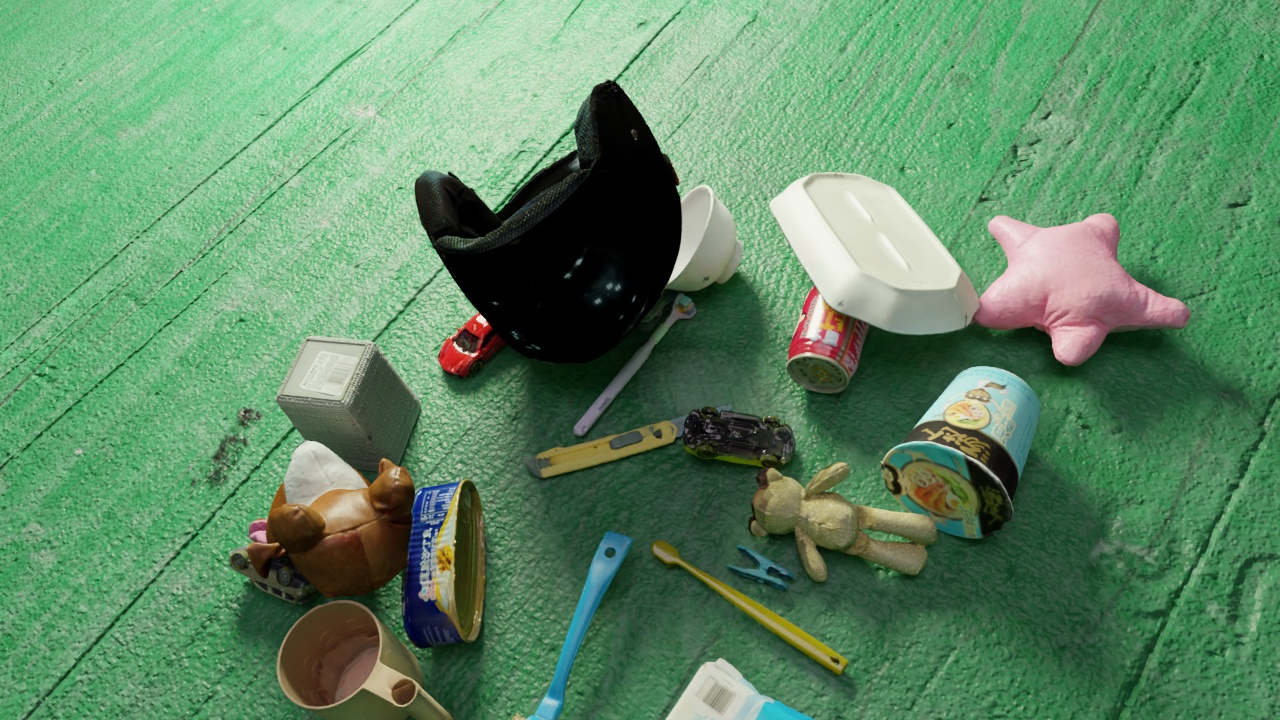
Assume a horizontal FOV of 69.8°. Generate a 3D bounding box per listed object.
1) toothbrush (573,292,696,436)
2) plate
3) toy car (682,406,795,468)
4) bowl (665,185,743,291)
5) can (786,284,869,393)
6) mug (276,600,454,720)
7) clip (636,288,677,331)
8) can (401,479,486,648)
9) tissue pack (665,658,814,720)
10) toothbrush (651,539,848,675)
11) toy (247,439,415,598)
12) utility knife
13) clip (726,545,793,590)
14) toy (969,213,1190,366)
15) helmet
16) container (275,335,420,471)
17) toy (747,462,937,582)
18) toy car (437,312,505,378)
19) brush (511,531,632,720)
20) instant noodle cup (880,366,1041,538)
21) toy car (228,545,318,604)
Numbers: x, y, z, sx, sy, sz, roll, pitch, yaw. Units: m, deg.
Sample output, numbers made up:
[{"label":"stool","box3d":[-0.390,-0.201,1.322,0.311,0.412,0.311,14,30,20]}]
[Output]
[{"label":"toothbrush","box3d":[-0.005,0.005,0.927,0.188,0.029,0.021,-50,22,-21]},{"label":"plate","box3d":[0.230,-0.119,0.908,0.162,0.034,0.265,-1,40,-14]},{"label":"toy car","box3d":[0.091,0.075,0.854,0.105,0.032,0.048,8,56,2]},{"label":"bowl","box3d":[0.067,-0.116,0.960,0.064,0.119,0.118,23,54,-21]},{"label":"can","box3d":[0.182,-0.023,0.882,0.066,0.067,0.093,13,59,18]},{"label":"mug","box3d":[-0.213,0.258,0.736,0.125,0.104,0.084,18,61,21]},{"label":"clip","box3d":[0.016,-0.055,0.964,0.025,0.033,0.057,28,61,24]},{"label":"can","box3d":[-0.171,0.176,0.804,0.049,0.075,0.148,-10,54,7]},{"label":"tissue pack","box3d":[0.056,0.301,0.682,0.090,0.063,0.139,28,63,27]},{"label":"toothbrush","box3d":[0.088,0.206,0.773,0.190,0.017,0.015,29,64,25]},{"label":"toy","box3d":[-0.271,0.132,0.796,0.140,0.200,0.130,-15,92,-26]},{"label":"utility knife","box3d":[-0.011,0.078,0.883,0.207,0.021,0.031,-13,60,-5]},{"label":"clip","box3d":[0.104,0.179,0.789,0.056,0.014,0.040,19,62,21]},{"label":"toy","box3d":[0.395,-0.075,0.878,0.178,0.075,0.194,-18,51,2]},{"label":"helmet","box3d":[-0.072,-0.129,0.906,0.234,0.230,0.273,-17,19,24]},{"label":"container","box3d":[-0.284,0.040,0.893,0.090,0.114,0.090,4,56,14]},{"label":"toy","box3d":[0.171,0.138,0.783,0.157,0.066,0.105,14,101,15]},{"label":"toy car","box3d":[-0.169,-0.026,0.970,0.049,0.031,0.106,34,69,29]},{"label":"brush","box3d":[-0.063,0.256,0.741,0.083,0.046,0.254,13,64,22]},{"label":"instant noodle cup","box3d":[0.281,0.070,0.783,0.111,0.111,0.120,25,56,24]},{"label":"toy car","box3d":[-0.335,0.193,0.840,0.090,0.042,0.035,17,99,17]}]
